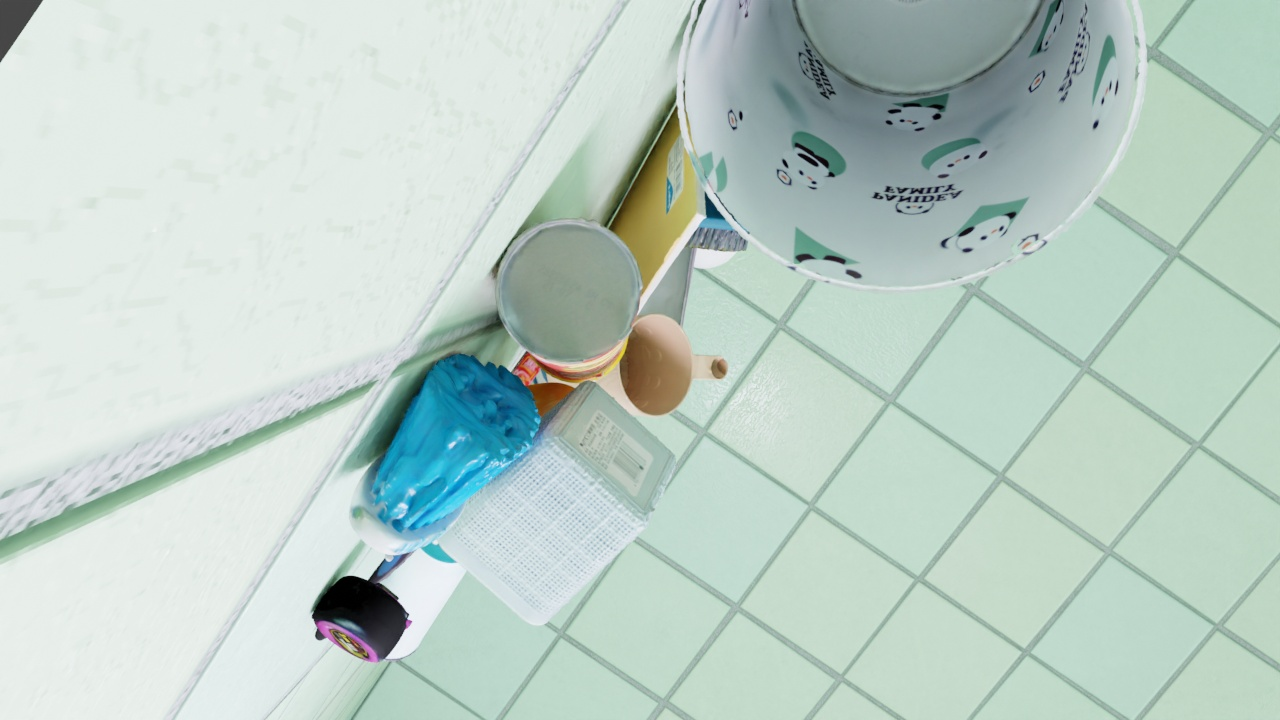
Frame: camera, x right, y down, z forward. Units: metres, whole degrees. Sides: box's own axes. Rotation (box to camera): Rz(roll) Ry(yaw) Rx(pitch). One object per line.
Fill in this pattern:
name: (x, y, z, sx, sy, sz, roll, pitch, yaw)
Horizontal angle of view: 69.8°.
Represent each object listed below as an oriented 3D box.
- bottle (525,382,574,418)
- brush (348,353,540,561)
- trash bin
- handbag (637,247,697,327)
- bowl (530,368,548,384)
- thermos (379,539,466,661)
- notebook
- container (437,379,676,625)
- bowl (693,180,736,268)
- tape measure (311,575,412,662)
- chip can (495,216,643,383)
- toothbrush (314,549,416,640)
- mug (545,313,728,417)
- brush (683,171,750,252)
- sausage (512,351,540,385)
bottle: (-0.084, 0.046, 0.678, 0.066, 0.066, 0.150, -56, -155, -14)
brush: (-0.104, 0.047, 0.534, 0.109, 0.060, 0.314, -50, -176, 6)
trash bin: (0.164, -0.203, 0.563, 0.230, 0.229, 0.251, -55, -174, 41)
handbag: (-0.002, -0.067, 0.955, 0.197, 0.098, 0.144, 123, -15, -79)
bowl: (-0.059, 0.045, 0.874, 0.116, 0.066, 0.117, -16, 146, -11)
thermos: (-0.196, 0.190, 0.829, 0.225, 0.073, 0.073, -55, -179, 39)
notebook: (0.000, -0.091, 0.673, 0.207, 0.010, 0.145, 125, -26, -49)
container: (-0.047, 0.082, 0.554, 0.112, 0.090, 0.090, -45, -174, 30)
bowl: (0.053, -0.160, 0.999, 0.064, 0.118, 0.118, -7, 138, -53)
tape measure: (-0.179, 0.165, 0.593, 0.058, 0.057, 0.039, -19, -149, 48)
chip can: (-0.039, -0.027, 0.529, 0.073, 0.073, 0.216, -56, 180, -4)
toothbrush: (-0.168, 0.133, 0.664, 0.189, 0.014, 0.016, -46, -178, 0)
mug: (-0.005, 0.005, 0.790, 0.104, 0.124, 0.084, -1, -92, 49)
brush: (0.055, -0.139, 0.823, 0.143, 0.055, 0.074, -2, 131, -39)
sausage: (-0.102, 0.013, 0.796, 0.155, 0.020, 0.020, -56, -179, -17)
